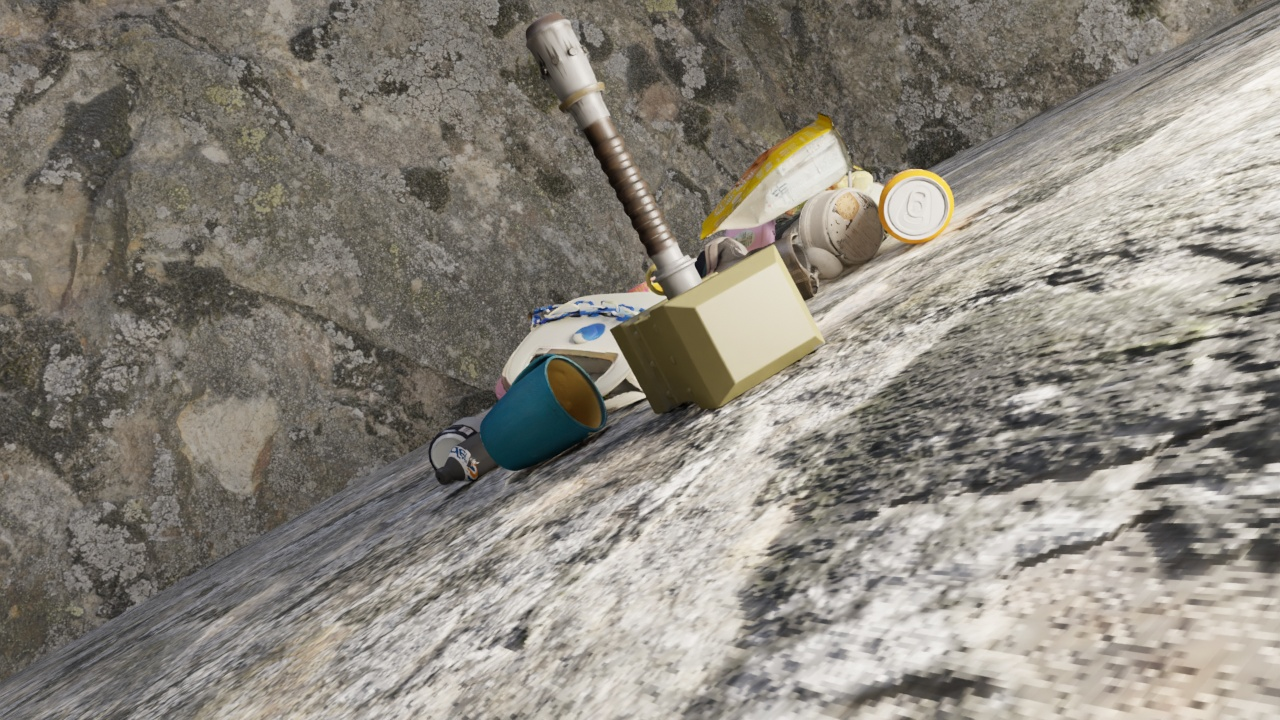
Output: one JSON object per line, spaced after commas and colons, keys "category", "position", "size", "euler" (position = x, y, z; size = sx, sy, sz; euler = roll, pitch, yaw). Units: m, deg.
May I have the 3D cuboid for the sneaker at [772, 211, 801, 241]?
{"category": "sneaker", "position": [0.266, -0.195, 1.474], "size": [0.238, 0.101, 0.142], "euler": [-34, 9, 10]}

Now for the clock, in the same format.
{"category": "clock", "position": [0.245, -0.148, 1.135], "size": [0.156, 0.103, 0.061], "euler": [-57, 21, -19]}

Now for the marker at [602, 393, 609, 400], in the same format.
{"category": "marker", "position": [-0.077, 0.054, 1.242], "size": [0.017, 0.017, 0.147], "euler": [-30, 5, -26]}

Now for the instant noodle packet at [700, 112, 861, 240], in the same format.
{"category": "instant noodle packet", "position": [0.177, -0.236, 1.249], "size": [0.222, 0.084, 0.162], "euler": [-33, 14, 14]}

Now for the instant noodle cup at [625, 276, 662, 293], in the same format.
{"category": "instant noodle cup", "position": [0.041, -0.052, 1.105], "size": [0.098, 0.108, 0.097], "euler": [-28, 4, 2]}

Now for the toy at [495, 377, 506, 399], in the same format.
{"category": "toy", "position": [-0.118, 0.043, 1.165], "size": [0.190, 0.088, 0.238], "euler": [-40, 15, -13]}

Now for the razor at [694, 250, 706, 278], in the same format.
{"category": "razor", "position": [0.083, -0.097, 1.368], "size": [0.047, 0.143, 0.052], "euler": [4, 25, -25]}

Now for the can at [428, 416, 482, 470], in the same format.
{"category": "can", "position": [-0.235, 0.113, 1.227], "size": [0.064, 0.064, 0.127], "euler": [-28, 4, 8]}

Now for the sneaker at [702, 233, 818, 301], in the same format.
{"category": "sneaker", "position": [0.146, -0.113, 1.128], "size": [0.120, 0.095, 0.234], "euler": [-21, 12, 13]}

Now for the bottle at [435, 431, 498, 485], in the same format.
{"category": "bottle", "position": [-0.190, 0.111, 1.072], "size": [0.112, 0.047, 0.047], "euler": [-32, 6, -40]}

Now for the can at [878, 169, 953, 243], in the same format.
{"category": "can", "position": [0.310, -0.176, 1.039], "size": [0.079, 0.079, 0.142], "euler": [-27, 4, 19]}

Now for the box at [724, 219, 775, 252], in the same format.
{"category": "box", "position": [0.136, -0.144, 1.353], "size": [0.150, 0.073, 0.201], "euler": [-42, 17, 29]}

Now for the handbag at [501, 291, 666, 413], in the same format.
{"category": "handbag", "position": [-0.054, -0.009, 1.003], "size": [0.201, 0.093, 0.198], "euler": [0, 29, 35]}

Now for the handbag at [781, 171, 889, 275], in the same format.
{"category": "handbag", "position": [0.266, -0.195, 1.302], "size": [0.172, 0.123, 0.112], "euler": [-27, 19, 31]}

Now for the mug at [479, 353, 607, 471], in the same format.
{"category": "mug", "position": [-0.100, 0.046, 0.897], "size": [0.104, 0.084, 0.112], "euler": [-35, 41, 24]}

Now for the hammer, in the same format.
{"category": "hammer", "position": [-0.001, -0.125, 0.738], "size": [0.100, 0.325, 0.190], "euler": [-30, 4, -16]}
